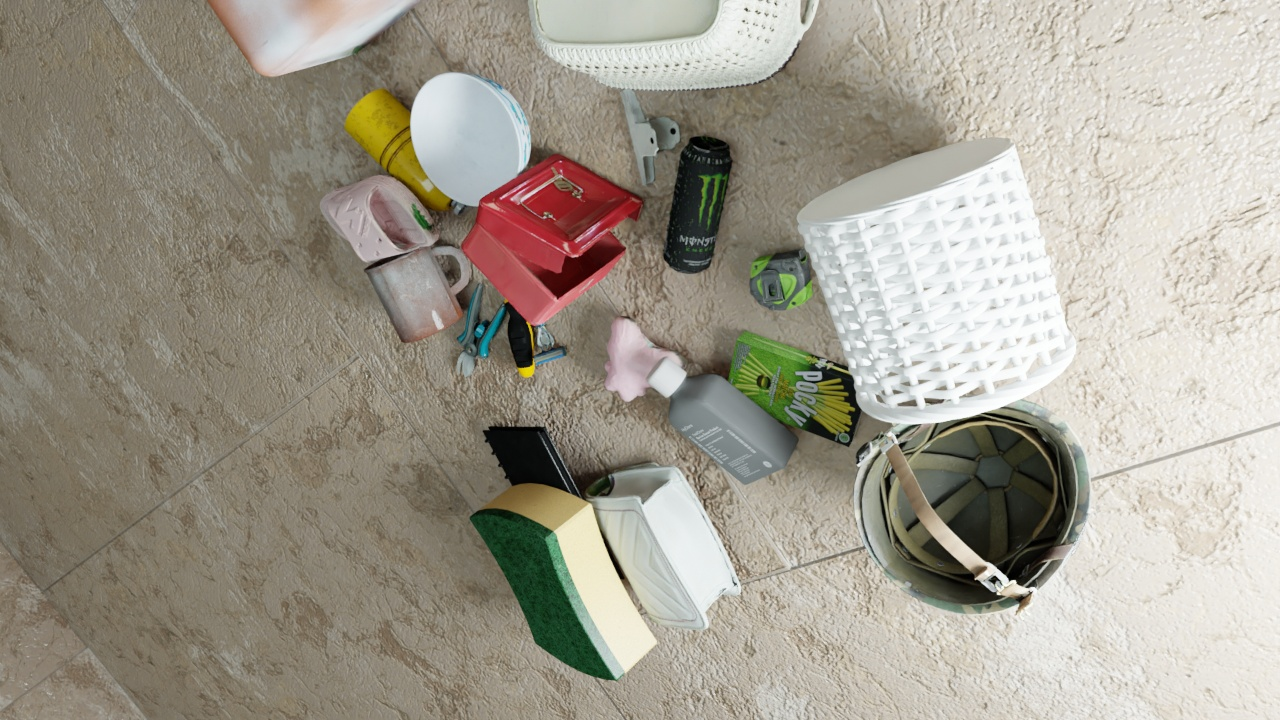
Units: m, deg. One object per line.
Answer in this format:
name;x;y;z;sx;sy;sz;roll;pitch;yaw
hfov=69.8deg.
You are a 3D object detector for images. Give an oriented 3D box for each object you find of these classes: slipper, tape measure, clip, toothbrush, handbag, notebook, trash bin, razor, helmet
slipper;-0.337;-0.168;1.119;0.240;0.064;0.094;8;137;47
tape measure;0.144;-0.081;0.949;0.066;0.035;0.059;-9;111;33
clip;0.013;-0.233;0.953;0.054;0.040;0.102;12;124;48
toothbrush;-0.156;-0.071;1.136;0.031;0.030;0.197;-6;110;5
handbag;0.026;0.232;1.158;0.142;0.096;0.198;-10;112;51
notebook;-0.121;0.190;1.229;0.169;0.019;0.231;-5;115;55
trash bin;-0.316;-0.420;0.938;0.260;0.181;0.157;-19;107;35
razor;-0.131;-0.067;1.128;0.042;0.022;0.144;-17;105;-3
helmet;0.302;0.128;0.846;0.192;0.235;0.225;50;134;16

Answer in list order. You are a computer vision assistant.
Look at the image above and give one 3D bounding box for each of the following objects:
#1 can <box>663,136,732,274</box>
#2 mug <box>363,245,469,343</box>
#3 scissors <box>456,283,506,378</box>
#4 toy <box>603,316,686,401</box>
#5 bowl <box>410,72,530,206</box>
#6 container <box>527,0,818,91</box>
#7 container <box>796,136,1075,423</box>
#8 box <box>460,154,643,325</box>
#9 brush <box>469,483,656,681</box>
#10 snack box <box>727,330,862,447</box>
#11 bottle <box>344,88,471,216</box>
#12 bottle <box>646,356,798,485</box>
can;0.058;-0.157;0.945;0.054;0.053;0.138;22;125;18
mug;-0.270;-0.093;1.160;0.123;0.096;0.110;-21;112;6
scissors;-0.207;-0.035;1.190;0.151;0.019;0.130;-7;111;32
toy;-0.006;0.006;1.073;0.099;0.052;0.096;35;121;3
bowl;-0.173;-0.251;1.014;0.144;0.074;0.144;14;122;23
container;0.018;-0.337;0.812;0.252;0.143;0.185;7;105;26
container;0.253;-0.070;0.795;0.190;0.188;0.187;-13;108;34
box;-0.097;-0.131;0.987;0.135;0.157;0.118;36;133;10
brush;-0.104;0.287;1.205;0.195;0.075;0.250;0;119;52
snack box;0.170;0.030;1.002;0.148;0.025;0.080;21;124;19
bottle;-0.265;-0.235;1.079;0.164;0.070;0.071;45;129;1
bottle;0.083;0.062;1.025;0.174;0.046;0.084;39;147;-8
